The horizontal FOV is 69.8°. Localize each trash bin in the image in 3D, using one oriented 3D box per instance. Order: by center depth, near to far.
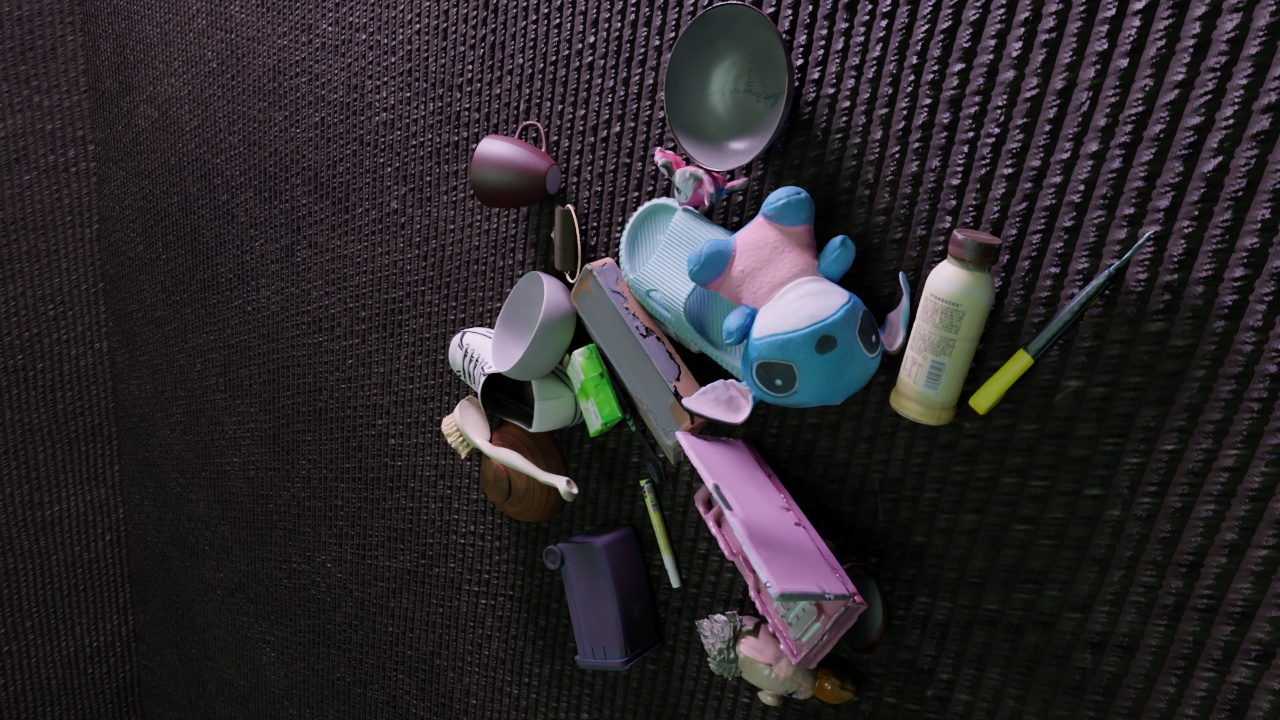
[{"bbox_3d":[-0.042,0.292,1.125,0.092,0.093,0.161,-11,91,36],"label":"trash bin"}]

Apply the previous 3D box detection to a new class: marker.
[{"bbox_3d":[0.025,0.204,1.090,0.014,0.014,0.132,-19,87,45],"label":"marker"}]

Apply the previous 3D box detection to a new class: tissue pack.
[{"bbox_3d":[-0.057,0.036,1.084,0.114,0.034,0.099,129,119,-74],"label":"tissue pack"}]

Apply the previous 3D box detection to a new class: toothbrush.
[{"bbox_3d":[-0.018,0.062,1.084,0.014,0.017,0.188,-35,80,43],"label":"toothbrush"}]

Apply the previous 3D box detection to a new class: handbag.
[{"bbox_3d":[-0.080,-0.129,1.024,0.178,0.027,0.084,-120,31,-70],"label":"handbag"}]

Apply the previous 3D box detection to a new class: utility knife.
[{"bbox_3d":[0.328,-0.027,0.720,0.020,0.028,0.198,47,130,20],"label":"utility knife"}]

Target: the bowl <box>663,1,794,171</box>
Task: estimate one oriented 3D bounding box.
[{"bbox_3d":[0.094,-0.257,0.869,0.151,0.056,0.151,14,111,42],"label":"bowl"}]

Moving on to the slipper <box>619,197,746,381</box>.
[{"bbox_3d":[0.072,-0.067,0.912,0.276,0.069,0.116,43,99,25],"label":"slipper"}]

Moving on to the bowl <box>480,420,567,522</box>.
[{"bbox_3d":[-0.172,0.153,1.230,0.147,0.068,0.147,14,110,42],"label":"bowl"}]

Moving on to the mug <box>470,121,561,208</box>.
[{"bbox_3d":[-0.138,-0.234,1.100,0.088,0.087,0.114,13,79,23],"label":"mug"}]

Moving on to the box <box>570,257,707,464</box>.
[{"bbox_3d":[-0.006,0.006,1.015,0.216,0.063,0.157,56,167,16],"label":"box"}]

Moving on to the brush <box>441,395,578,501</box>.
[{"bbox_3d":[-0.165,0.117,1.147,0.272,0.062,0.077,25,95,45],"label":"brush"}]

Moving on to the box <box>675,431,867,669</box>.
[{"bbox_3d":[0.098,0.168,0.872,0.099,0.115,0.232,-56,36,20],"label":"box"}]

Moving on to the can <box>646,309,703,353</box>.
[{"bbox_3d":[0.035,-0.050,0.991,0.106,0.043,0.044,36,124,33],"label":"can"}]

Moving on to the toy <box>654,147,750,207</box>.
[{"bbox_3d":[0.053,-0.179,0.925,0.102,0.065,0.050,37,123,31],"label":"toy"}]

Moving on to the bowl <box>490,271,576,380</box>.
[{"bbox_3d":[-0.122,-0.037,1.117,0.132,0.064,0.131,-38,41,42],"label":"bowl"}]

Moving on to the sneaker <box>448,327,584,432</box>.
[{"bbox_3d":[-0.186,0.032,1.192,0.245,0.097,0.091,28,119,36],"label":"sneaker"}]

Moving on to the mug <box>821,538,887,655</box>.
[{"bbox_3d":[0.178,0.229,0.896,0.081,0.084,0.111,-18,86,47],"label":"mug"}]

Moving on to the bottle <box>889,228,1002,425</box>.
[{"bbox_3d":[0.258,-0.028,0.769,0.056,0.056,0.162,29,119,36],"label":"bottle"}]

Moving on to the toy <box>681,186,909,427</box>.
[{"bbox_3d":[0.122,-0.042,0.822,0.224,0.099,0.191,-29,78,5],"label":"toy"}]

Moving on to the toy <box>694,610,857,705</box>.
[{"bbox_3d":[0.137,0.315,0.950,0.176,0.132,0.076,18,82,24],"label":"toy"}]
